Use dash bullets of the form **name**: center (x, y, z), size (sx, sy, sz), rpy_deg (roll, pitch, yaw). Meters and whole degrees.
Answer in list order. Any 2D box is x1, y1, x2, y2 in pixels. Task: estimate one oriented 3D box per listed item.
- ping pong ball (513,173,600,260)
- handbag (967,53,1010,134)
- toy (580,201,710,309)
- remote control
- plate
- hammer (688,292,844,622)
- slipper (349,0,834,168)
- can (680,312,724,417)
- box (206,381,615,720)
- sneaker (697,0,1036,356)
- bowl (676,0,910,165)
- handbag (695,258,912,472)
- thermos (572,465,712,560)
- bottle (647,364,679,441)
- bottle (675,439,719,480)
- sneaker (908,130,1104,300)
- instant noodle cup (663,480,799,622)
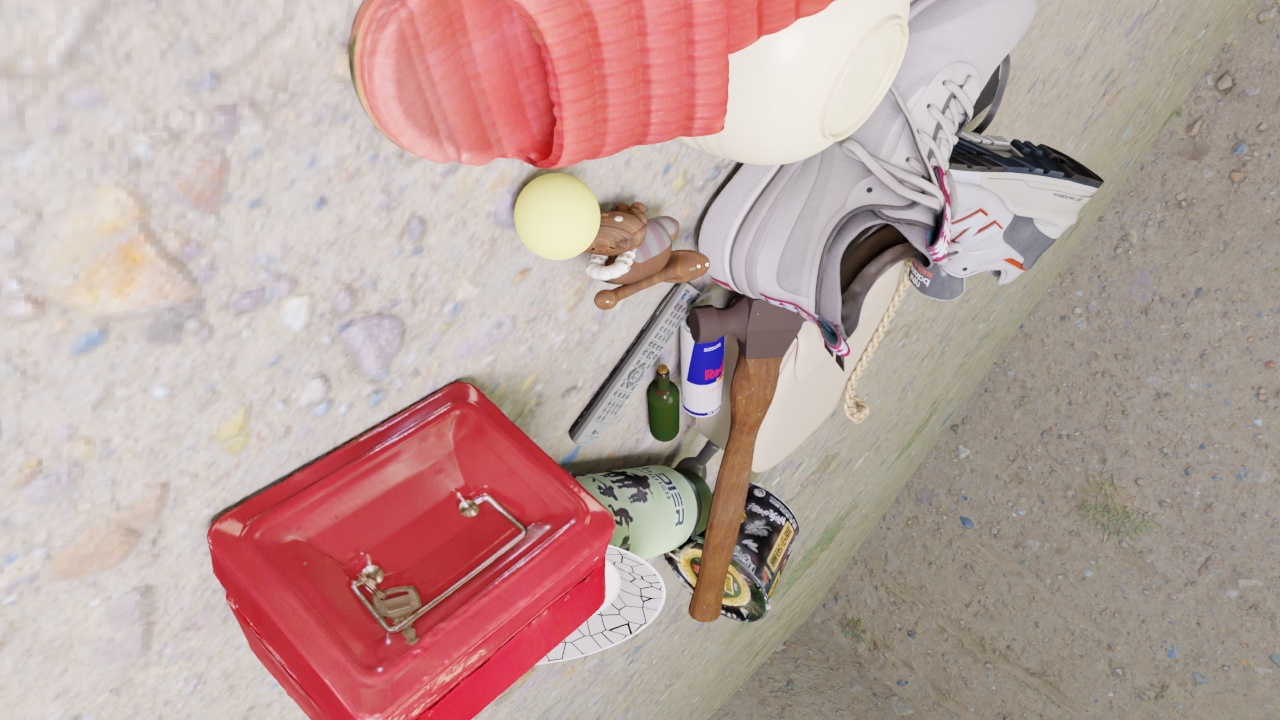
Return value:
- **ping pong ball**: center (-0.039, -0.067, 0.426), size (0.040, 0.040, 0.040), rpy_deg (-41, 156, -23)
- **handbag**: center (0.245, -0.210, 0.729), size (0.128, 0.054, 0.079), rpy_deg (-41, 151, -10)
- **toy**: center (-0.001, -0.060, 0.506), size (0.101, 0.042, 0.055), rpy_deg (-32, 114, -59)
- **remote control**: center (-0.004, 0.004, 0.640), size (0.136, 0.013, 0.033), rpy_deg (-53, 158, 7)
- **plate**: center (-0.078, 0.158, 0.610), size (0.188, 0.016, 0.189), rpy_deg (-4, 140, -4)
- **hammer**: center (0.075, 0.085, 0.710), size (0.115, 0.033, 0.324), rpy_deg (-3, 125, -16)
- **slipper**: center (0.016, -0.132, 0.347), size (0.248, 0.059, 0.104), rpy_deg (-28, 147, -16)
- **can**: center (0.047, 0.003, 0.693), size (0.032, 0.032, 0.095), rpy_deg (-38, 146, -28)
- **box**: center (-0.108, 0.110, 0.458), size (0.157, 0.134, 0.111), rpy_deg (-31, 148, -37)
- **sneaker**: center (0.159, -0.124, 0.556), size (0.263, 0.128, 0.096), rpy_deg (-48, 145, 7)
- **bowl**: center (0.087, -0.161, 0.475), size (0.150, 0.075, 0.151), rpy_deg (-40, 155, -23)
- **handbag**: center (0.143, -0.005, 0.794), size (0.210, 0.103, 0.209), rpy_deg (-38, 151, -32)
- **thermos**: center (-0.009, 0.128, 0.735), size (0.082, 0.082, 0.231), rpy_deg (-56, 158, 12)
- **bottle**: center (0.018, 0.032, 0.711), size (0.025, 0.025, 0.106), rpy_deg (-42, 157, -20)
- **bottle**: center (0.041, 0.114, 0.859), size (0.030, 0.030, 0.113), rpy_deg (-18, 149, -53)
- **sneaker**: center (0.237, -0.108, 0.709), size (0.239, 0.088, 0.124), rpy_deg (2, 126, -20)
- **instant noodle cup**: center (0.112, 0.212, 1.052), size (0.112, 0.137, 0.137), rpy_deg (-47, 160, -35)
